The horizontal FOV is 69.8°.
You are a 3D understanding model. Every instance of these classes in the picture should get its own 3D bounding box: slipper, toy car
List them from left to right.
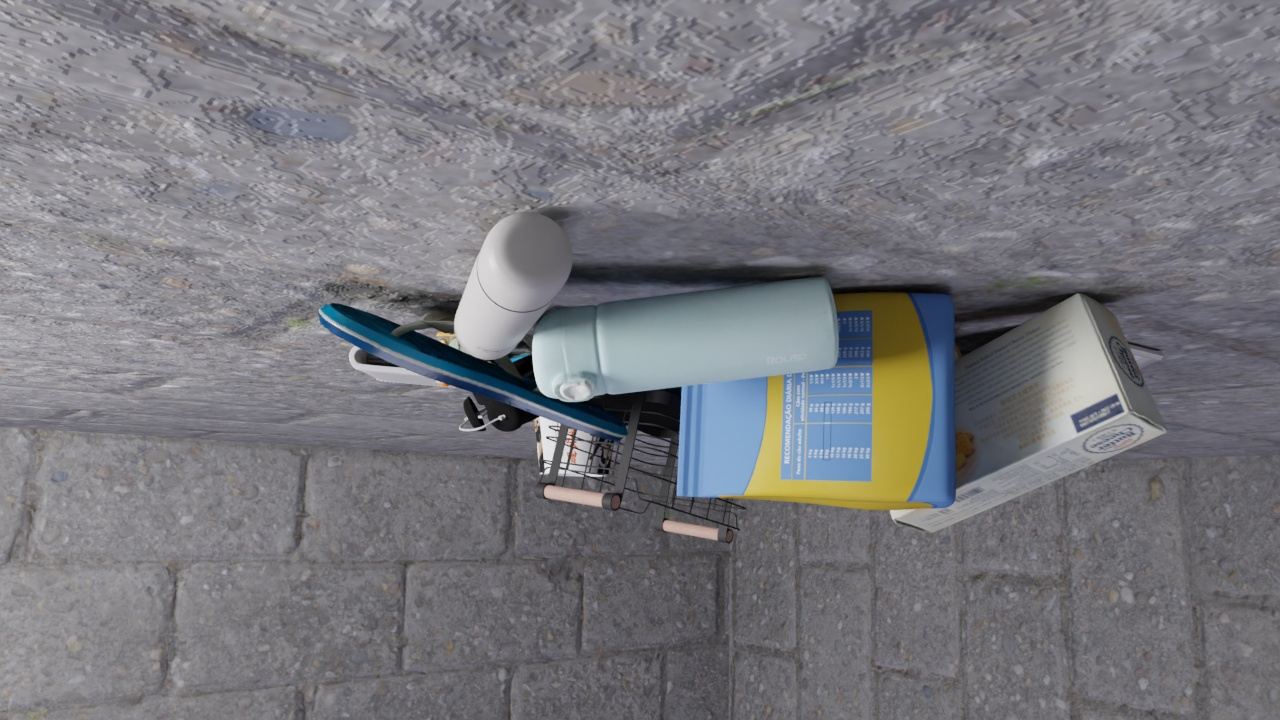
[{"bbox_3d":[-0.161,0.000,0.884,0.047,0.047,0.112,4,171,7],"label":"toy car"},{"bbox_3d":[-0.127,-0.003,0.776,0.294,0.060,0.118,24,179,-33],"label":"slipper"}]

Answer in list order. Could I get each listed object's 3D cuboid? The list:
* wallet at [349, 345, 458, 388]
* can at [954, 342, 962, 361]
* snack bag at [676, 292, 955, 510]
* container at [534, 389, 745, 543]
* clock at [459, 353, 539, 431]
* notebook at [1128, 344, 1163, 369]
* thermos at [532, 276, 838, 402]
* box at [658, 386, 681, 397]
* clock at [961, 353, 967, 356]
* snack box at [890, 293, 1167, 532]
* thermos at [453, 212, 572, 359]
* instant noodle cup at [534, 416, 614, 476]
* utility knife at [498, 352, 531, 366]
[{"bbox_3d":[-0.237,0.009,0.987,0.118,0.037,0.115,5,171,1],"label":"wallet"},{"bbox_3d":[0.222,0.015,0.869,0.067,0.067,0.170,6,170,-30],"label":"can"},{"bbox_3d":[0.132,0.032,0.705,0.205,0.159,0.102,0,169,15],"label":"snack bag"},{"bbox_3d":[0.010,0.121,1.052,0.163,0.130,0.241,2,164,38],"label":"container"},{"bbox_3d":[-0.127,0.037,0.909,0.120,0.042,0.091,-37,-161,-35],"label":"clock"},{"bbox_3d":[0.382,0.016,0.877,0.209,0.009,0.143,8,147,-36],"label":"notebook"},{"bbox_3d":[0.029,-0.014,0.639,0.207,0.077,0.065,-7,137,2],"label":"thermos"},{"bbox_3d":[0.089,0.054,1.147,0.181,0.071,0.228,7,169,-25],"label":"box"},{"bbox_3d":[0.311,0.028,0.960,0.090,0.053,0.125,6,158,-34],"label":"clock"},{"bbox_3d":[0.282,0.047,0.720,0.057,0.104,0.208,19,140,-34],"label":"snack box"},{"bbox_3d":[-0.088,-0.043,0.600,0.052,0.052,0.224,4,170,-15],"label":"thermos"},{"bbox_3d":[-0.081,0.083,1.153,0.123,0.121,0.124,1,171,0],"label":"instant noodle cup"},{"bbox_3d":[-0.108,-0.002,0.974,0.175,0.015,0.031,-7,171,33],"label":"utility knife"}]
